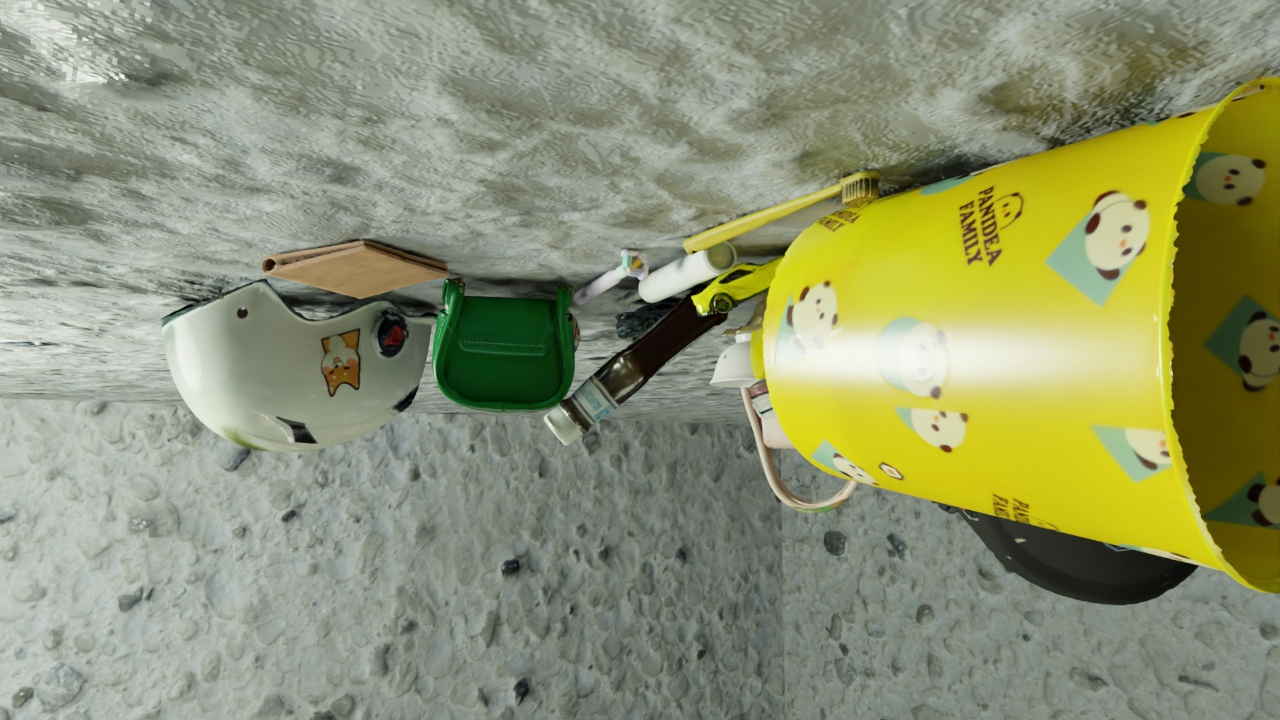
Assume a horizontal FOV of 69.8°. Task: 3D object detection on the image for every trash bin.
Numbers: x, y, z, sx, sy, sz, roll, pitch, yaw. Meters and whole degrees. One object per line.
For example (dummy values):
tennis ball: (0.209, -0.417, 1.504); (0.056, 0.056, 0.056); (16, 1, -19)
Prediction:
trash bin: (0.220, -0.012, 0.512); (0.229, 0.229, 0.256); (5, 178, -35)

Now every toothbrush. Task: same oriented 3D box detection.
toothbrush: (-0.031, -0.068, 0.813); (0.021, 0.029, 0.189); (-37, -174, -18)
toothbrush: (0.021, -0.067, 0.792); (0.027, 0.026, 0.221); (44, 160, -11)
toothbrush: (0.087, -0.093, 0.612); (0.015, 0.016, 0.190); (6, 171, -31)

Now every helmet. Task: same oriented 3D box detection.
helmet: (0.342, 0.040, 0.719); (0.233, 0.274, 0.230); (-14, 145, 4)
helmet: (-0.344, 0.017, 0.946); (0.231, 0.156, 0.273); (-6, 171, 42)

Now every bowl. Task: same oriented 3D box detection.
bowl: (0.149, -0.001, 1.184); (0.118, 0.064, 0.118); (0, 174, 0)

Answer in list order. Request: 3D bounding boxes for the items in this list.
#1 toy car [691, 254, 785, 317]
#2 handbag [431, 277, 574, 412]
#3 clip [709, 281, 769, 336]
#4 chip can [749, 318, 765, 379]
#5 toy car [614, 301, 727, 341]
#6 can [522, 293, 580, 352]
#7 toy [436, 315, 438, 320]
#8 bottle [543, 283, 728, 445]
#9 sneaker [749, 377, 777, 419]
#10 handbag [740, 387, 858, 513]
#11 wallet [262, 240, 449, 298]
toy car: (0.091, -0.065, 0.732); (0.105, 0.032, 0.048); (-23, -179, 6)
handbag: (-0.125, -0.015, 0.847); (0.131, 0.120, 0.068); (2, -168, -9)
clip: (0.110, -0.045, 0.827); (0.102, 0.095, 0.035); (15, 168, -24)
chip can: (0.237, -0.013, 1.064); (0.213, 0.072, 0.072); (0, 173, -7)
toy car: (0.033, -0.044, 0.957); (0.120, 0.037, 0.054); (-8, 176, -22)
can: (-0.097, -0.029, 0.941); (0.066, 0.066, 0.094); (0, 173, 2)
toy: (-0.163, -0.027, 0.997); (0.096, 0.030, 0.092); (-10, 138, 1)
bottle: (-0.005, 0.005, 0.859); (0.195, 0.044, 0.080); (-40, 179, -3)
sneaker: (0.218, -0.020, 0.956); (0.241, 0.088, 0.118); (-24, 180, 13)
handbag: (0.246, 0.100, 1.313); (0.194, 0.234, 0.093); (-4, 174, 29)
wallet: (-0.233, -0.076, 0.759); (0.115, 0.020, 0.101); (-7, 170, 27)
